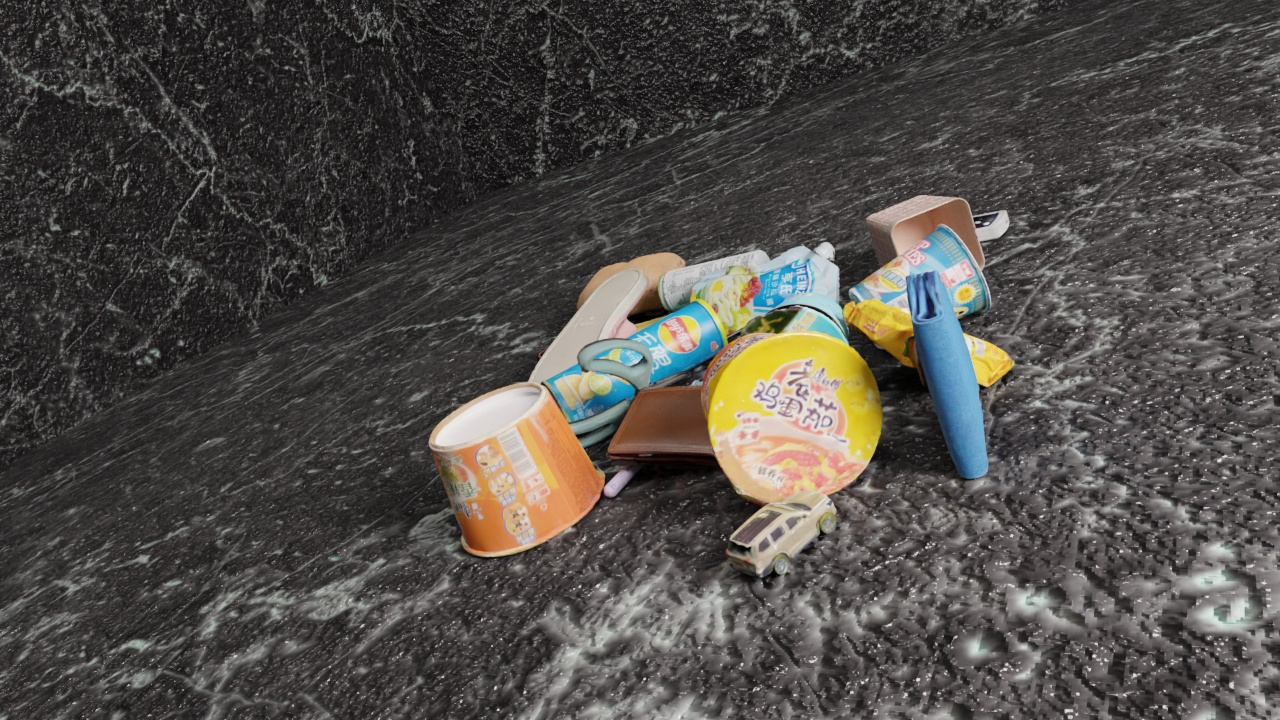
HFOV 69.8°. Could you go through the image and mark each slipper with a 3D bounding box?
[{"bbox_3d":[-0.059,-0.018,1.172,0.114,0.054,0.273,-11,36,39],"label":"slipper"}]

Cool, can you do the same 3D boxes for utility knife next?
[{"bbox_3d":[0.071,-0.065,1.249,0.220,0.022,0.030,-12,27,15],"label":"utility knife"}]

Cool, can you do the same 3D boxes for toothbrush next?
[{"bbox_3d":[0.020,0.076,0.910,0.029,0.021,0.188,34,46,13],"label":"toothbrush"}]

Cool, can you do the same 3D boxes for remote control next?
[{"bbox_3d":[0.376,-0.157,1.136,0.150,0.021,0.058,-8,24,39],"label":"remote control"}]

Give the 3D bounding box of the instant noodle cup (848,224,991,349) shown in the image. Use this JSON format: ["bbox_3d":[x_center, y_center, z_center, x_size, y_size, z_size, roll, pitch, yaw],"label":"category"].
[{"bbox_3d":[0.272,-0.065,0.910,0.110,0.099,0.099,-29,19,4],"label":"instant noodle cup"}]

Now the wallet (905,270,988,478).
[{"bbox_3d":[0.228,0.007,0.686,0.040,0.133,0.106,-15,21,20],"label":"wallet"}]

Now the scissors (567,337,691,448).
[{"bbox_3d":[-0.037,0.042,0.934,0.180,0.170,0.019,-39,55,15],"label":"scissors"}]

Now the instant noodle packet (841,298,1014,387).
[{"bbox_3d":[0.251,-0.016,0.809,0.110,0.044,0.128,13,12,-17],"label":"instant noodle packet"}]

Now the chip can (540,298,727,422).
[{"bbox_3d":[-0.006,0.006,1.046,0.210,0.071,0.071,-28,20,-15],"label":"chip can"}]

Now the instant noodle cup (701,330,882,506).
[{"bbox_3d":[0.112,0.037,0.753,0.138,0.138,0.110,-24,11,-4],"label":"instant noodle cup"}]

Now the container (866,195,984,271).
[{"bbox_3d":[0.317,-0.135,1.045,0.090,0.090,0.111,-22,16,1],"label":"container"}]

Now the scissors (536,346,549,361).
[{"bbox_3d":[-0.056,-0.020,1.260,0.207,0.015,0.192,-18,19,15],"label":"scissors"}]

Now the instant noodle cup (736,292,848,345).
[{"bbox_3d":[0.156,-0.013,0.888,0.111,0.111,0.120,-14,12,23],"label":"instant noodle cup"}]

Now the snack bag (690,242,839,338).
[{"bbox_3d":[0.148,-0.077,1.092,0.191,0.039,0.110,-12,52,34],"label":"snack bag"}]

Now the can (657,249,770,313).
[{"bbox_3d":[0.098,-0.101,1.192,0.147,0.058,0.058,-10,22,33],"label":"can"}]

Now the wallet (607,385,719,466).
[{"bbox_3d":[0.039,0.064,0.871,0.125,0.032,0.101,-3,33,24],"label":"wallet"}]

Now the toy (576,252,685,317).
[{"bbox_3d":[-0.036,-0.103,1.377,0.227,0.082,0.143,-8,19,44],"label":"toy"}]

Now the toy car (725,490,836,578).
[{"bbox_3d":[0.104,0.122,0.668,0.090,0.035,0.042,-31,22,-29],"label":"toy car"}]

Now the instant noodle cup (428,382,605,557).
[{"bbox_3d":[-0.123,0.097,0.871,0.151,0.111,0.151,-20,19,7],"label":"instant noodle cup"}]

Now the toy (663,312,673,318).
[{"bbox_3d":[0.041,-0.040,1.178,0.096,0.030,0.091,-12,17,3],"label":"toy"}]
